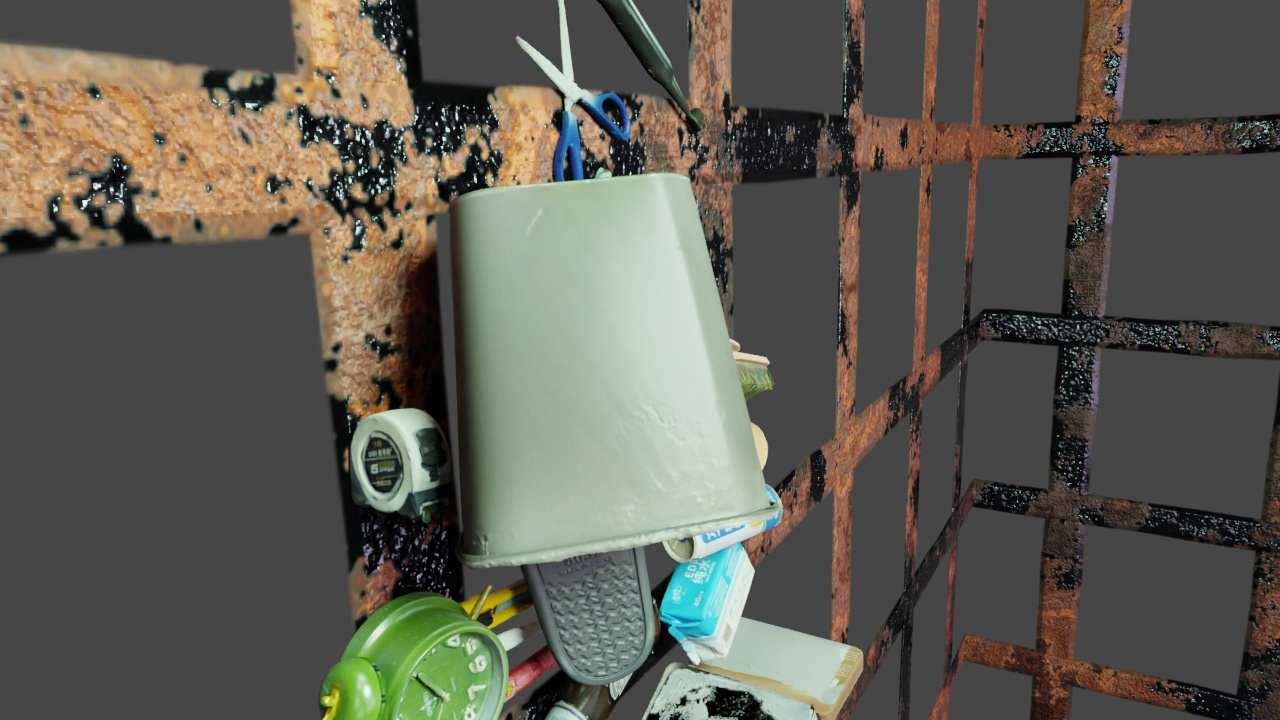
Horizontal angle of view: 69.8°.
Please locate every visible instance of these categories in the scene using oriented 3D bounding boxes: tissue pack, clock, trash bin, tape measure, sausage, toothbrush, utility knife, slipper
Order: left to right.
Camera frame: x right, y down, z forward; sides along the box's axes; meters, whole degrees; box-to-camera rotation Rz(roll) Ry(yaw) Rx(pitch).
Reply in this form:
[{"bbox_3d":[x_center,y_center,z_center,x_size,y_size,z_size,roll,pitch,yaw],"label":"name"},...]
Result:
[{"bbox_3d":[-0.151,0.064,0.580,0.033,0.066,0.066,-10,105,-56],"label":"tape measure"},{"bbox_3d":[-0.154,0.226,0.606,0.160,0.056,0.116,-31,120,-45],"label":"clock"},{"bbox_3d":[-0.110,0.193,0.727,0.154,0.015,0.033,-11,108,-59],"label":"utility knife"},{"bbox_3d":[-0.085,0.257,0.781,0.155,0.020,0.020,-19,112,-58],"label":"sausage"},{"bbox_3d":[-0.076,0.226,0.792,0.179,0.016,0.016,-1,93,-60],"label":"toothbrush"},{"bbox_3d":[-0.060,0.127,0.742,0.110,0.083,0.268,-15,100,-15],"label":"slipper"},{"bbox_3d":[-0.034,0.006,0.606,0.199,0.198,0.219,159,-76,-77],"label":"trash bin"},{"bbox_3d":[0.016,-0.277,0.856,0.212,0.026,0.027,39,74,-56],"label":"toothbrush"},{"bbox_3d":[0.072,0.253,1.009,0.090,0.063,0.139,61,43,-43],"label":"tissue pack"}]

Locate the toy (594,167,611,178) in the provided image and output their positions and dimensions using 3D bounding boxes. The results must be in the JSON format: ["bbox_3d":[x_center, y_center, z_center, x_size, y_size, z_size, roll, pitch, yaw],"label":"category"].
[{"bbox_3d":[-0.044,-0.110,0.770,0.091,0.030,0.097,-50,155,-50],"label":"toy"}]

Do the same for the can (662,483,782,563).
[{"bbox_3d":[0.086,0.169,0.962,0.134,0.053,0.053,-12,106,-41],"label":"can"}]

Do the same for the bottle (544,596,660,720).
[{"bbox_3d":[-0.044,0.297,0.835,0.194,0.044,0.080,-47,142,-45],"label":"bottle"}]

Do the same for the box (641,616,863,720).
[{"bbox_3d":[0.121,0.380,1.006,0.271,0.178,0.107,-44,132,-47],"label":"box"}]

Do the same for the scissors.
[{"bbox_3d":[-0.053,-0.212,0.761,0.162,0.012,0.176,-11,103,-58],"label":"scissors"}]

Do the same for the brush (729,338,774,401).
[{"bbox_3d":[0.092,0.009,1.001,0.073,0.063,0.145,65,20,15],"label":"brush"}]

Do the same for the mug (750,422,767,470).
[{"bbox_3d":[0.076,0.086,0.982,0.122,0.078,0.078,31,68,-53],"label":"mug"}]
